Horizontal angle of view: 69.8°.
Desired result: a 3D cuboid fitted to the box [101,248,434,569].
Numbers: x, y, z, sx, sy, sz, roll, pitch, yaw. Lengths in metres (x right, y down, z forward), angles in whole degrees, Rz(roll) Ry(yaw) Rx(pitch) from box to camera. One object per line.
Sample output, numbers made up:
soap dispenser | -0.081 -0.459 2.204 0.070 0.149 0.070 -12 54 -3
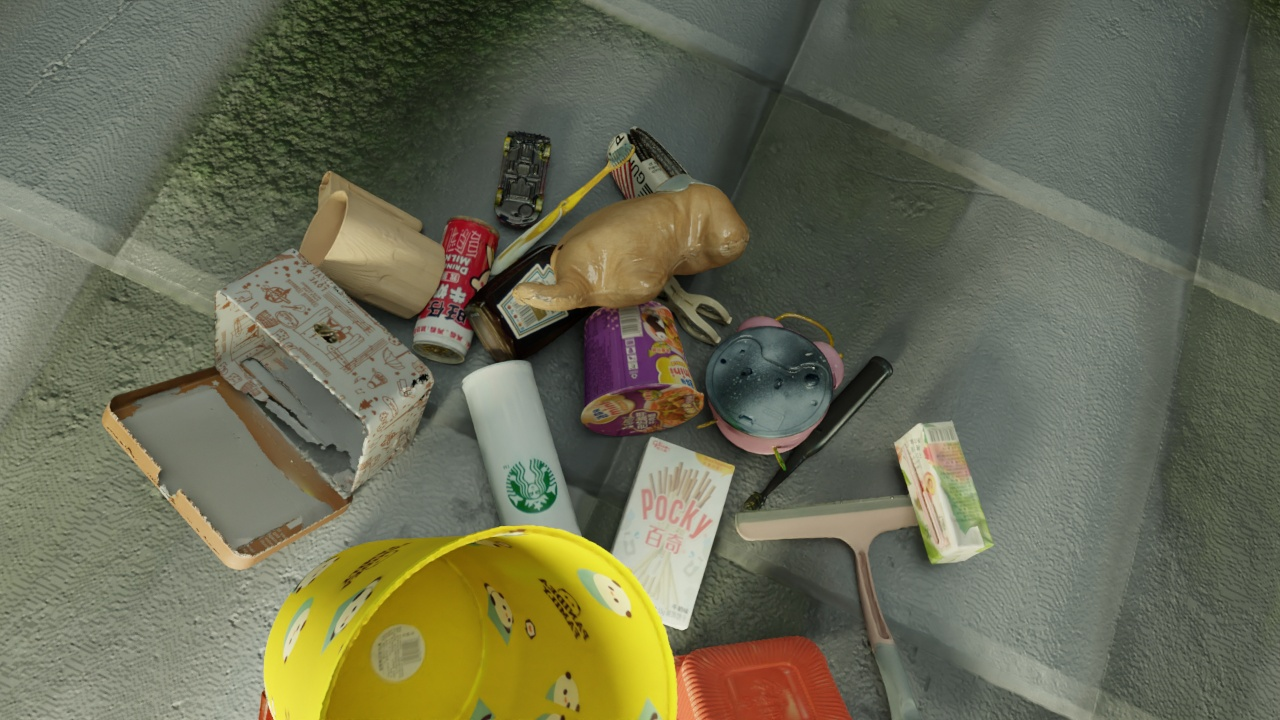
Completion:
box | -0.311 0.044 0.752 0.183 0.157 0.191 41 48 7

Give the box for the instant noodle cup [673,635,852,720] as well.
instant noodle cup | 0.098 0.291 0.731 0.164 0.079 0.188 -5 34 -12

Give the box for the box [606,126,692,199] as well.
box | 0.039 -0.173 0.929 0.080 0.075 0.163 -30 75 -26

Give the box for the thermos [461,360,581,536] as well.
thermos | -0.097 0.114 0.806 0.073 0.073 0.224 -15 74 -13

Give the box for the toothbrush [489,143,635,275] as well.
toothbrush | -0.078 -0.148 0.899 0.191 0.018 0.016 -41 78 1

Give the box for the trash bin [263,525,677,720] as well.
trash bin | -0.141 0.225 0.637 0.229 0.256 0.229 5 81 -33

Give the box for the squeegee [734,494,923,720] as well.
squeegee | 0.218 0.247 0.819 0.247 0.040 0.249 -2 64 -18

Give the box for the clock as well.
clock | 0.128 0.017 0.869 0.117 0.060 0.158 25 66 17

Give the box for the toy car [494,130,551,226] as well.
toy car | -0.119 -0.182 0.926 0.049 0.031 0.106 7 69 -5

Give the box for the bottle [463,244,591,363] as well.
bottle | -0.074 -0.076 0.874 0.194 0.044 0.080 -40 110 -29

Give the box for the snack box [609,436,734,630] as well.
snack box | 0.023 0.156 0.834 0.084 0.027 0.156 19 70 -1

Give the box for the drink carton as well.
drink carton | 0.276 0.121 0.846 0.045 0.054 0.122 -2 64 -16

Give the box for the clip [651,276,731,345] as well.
clip | 0.044 -0.056 0.900 0.097 0.062 0.034 35 70 -7

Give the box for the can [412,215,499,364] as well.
can | -0.174 -0.067 0.867 0.053 0.053 0.132 13 70 -4

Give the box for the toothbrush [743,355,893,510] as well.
toothbrush | 0.169 0.073 0.883 0.026 0.027 0.212 34 67 33

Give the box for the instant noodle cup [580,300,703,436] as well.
instant noodle cup | -0.005 0.005 0.845 0.111 0.112 0.099 -4 62 -10

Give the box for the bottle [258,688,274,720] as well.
bottle | -0.278 0.281 0.732 0.060 0.060 0.205 21 70 -1

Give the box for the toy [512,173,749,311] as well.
toy | -0.016 -0.093 0.814 0.225 0.143 0.082 -26 117 -19

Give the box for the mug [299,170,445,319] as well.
mug | -0.245 -0.108 0.842 0.103 0.084 0.124 27 36 -38
